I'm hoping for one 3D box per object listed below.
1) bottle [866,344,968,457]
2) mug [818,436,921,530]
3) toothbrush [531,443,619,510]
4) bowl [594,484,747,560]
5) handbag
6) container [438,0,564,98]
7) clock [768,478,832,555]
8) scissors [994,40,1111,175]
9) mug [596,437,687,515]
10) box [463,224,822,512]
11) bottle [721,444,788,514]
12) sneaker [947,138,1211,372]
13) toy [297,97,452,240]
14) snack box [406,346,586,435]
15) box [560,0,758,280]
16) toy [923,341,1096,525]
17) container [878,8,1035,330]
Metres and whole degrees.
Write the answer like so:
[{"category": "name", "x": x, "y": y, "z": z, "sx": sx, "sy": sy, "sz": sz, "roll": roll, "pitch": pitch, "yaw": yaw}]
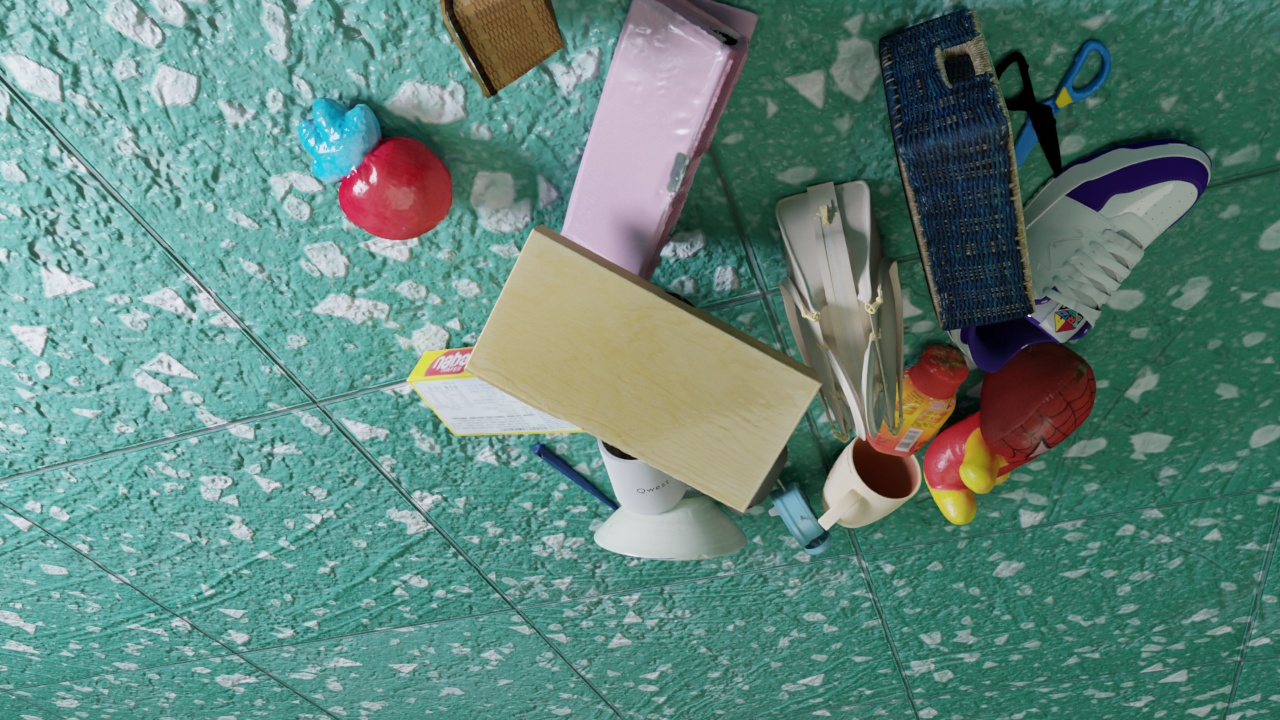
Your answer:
[{"category": "bottle", "x": 0.283, "y": 0.041, "z": 0.937, "sx": 0.071, "sy": 0.048, "sz": 0.134, "roll": 12, "pitch": 137, "yaw": -8}, {"category": "mug", "x": 0.240, "y": 0.146, "z": 1.015, "sx": 0.085, "sy": 0.111, "sz": 0.105, "roll": 46, "pitch": 148, "yaw": 15}, {"category": "toothbrush", "x": -0.064, "y": 0.153, "z": 1.095, "sx": 0.016, "sy": 0.017, "sz": 0.190, "roll": -25, "pitch": 132, "yaw": 26}, {"category": "bowl", "x": 0.035, "y": 0.177, "z": 1.056, "sx": 0.177, "sy": 0.176, "sz": 0.058, "roll": 0, "pitch": 95, "yaw": 1}, {"category": "handbag", "x": 0.175, "y": -0.017, "z": 0.765, "sx": 0.101, "sy": 0.197, "sz": 0.195, "roll": -11, "pitch": 136, "yaw": 14}, {"category": "container", "x": -0.093, "y": -0.234, "z": 0.608, "sx": 0.061, "sy": 0.113, "sz": 0.063, "roll": -22, "pitch": 134, "yaw": 7}, {"category": "clock", "x": 0.185, "y": 0.185, "z": 1.067, "sx": 0.042, "sy": 0.087, "sz": 0.123, "roll": -33, "pitch": 144, "yaw": 8}, {"category": "scissors", "x": 0.302, "y": -0.188, "z": 0.709, "sx": 0.109, "sy": 0.018, "sz": 0.131, "roll": 10, "pitch": 136, "yaw": -4}, {"category": "mug", "x": 0.019, "y": 0.098, "z": 0.995, "sx": 0.119, "sy": 0.083, "sz": 0.096, "roll": -27, "pitch": 138, "yaw": -11}, {"category": "box", "x": -0.003, "y": 0.012, "z": 0.755, "sx": 0.248, "sy": 0.142, "sz": 0.179, "roll": 29, "pitch": 173, "yaw": -2}, {"category": "bottle", "x": 0.123, "y": 0.125, "z": 1.026, "sx": 0.060, "sy": 0.060, "sz": 0.109, "roll": 8, "pitch": 137, "yaw": -7}, {"category": "sneaker", "x": 0.355, "y": -0.076, "z": 0.758, "sx": 0.091, "sy": 0.111, "sz": 0.245, "roll": 28, "pitch": 131, "yaw": -26}, {"category": "toy", "x": -0.213, "y": -0.152, "z": 0.738, "sx": 0.092, "sy": 0.062, "sz": 0.133, "roll": -40, "pitch": 106, "yaw": 22}, {"category": "snack box", "x": -0.126, "y": 0.029, "z": 0.895, "sx": 0.201, "sy": 0.042, "sz": 0.092, "roll": -5, "pitch": 136, "yaw": 34}, {"category": "box", "x": 0.014, "y": -0.175, "z": 0.720, "sx": 0.099, "sy": 0.080, "sz": 0.233, "roll": 36, "pitch": 137, "yaw": 14}, {"category": "toy", "x": 0.365, "y": 0.066, "z": 0.912, "sx": 0.099, "sy": 0.147, "sz": 0.217, "roll": 36, "pitch": 140, "yaw": 14}, {"category": "container", "x": 0.231, "y": -0.135, "z": 0.674, "sx": 0.071, "sy": 0.145, "sz": 0.187, "roll": -12, "pitch": 136, "yaw": 20}]
